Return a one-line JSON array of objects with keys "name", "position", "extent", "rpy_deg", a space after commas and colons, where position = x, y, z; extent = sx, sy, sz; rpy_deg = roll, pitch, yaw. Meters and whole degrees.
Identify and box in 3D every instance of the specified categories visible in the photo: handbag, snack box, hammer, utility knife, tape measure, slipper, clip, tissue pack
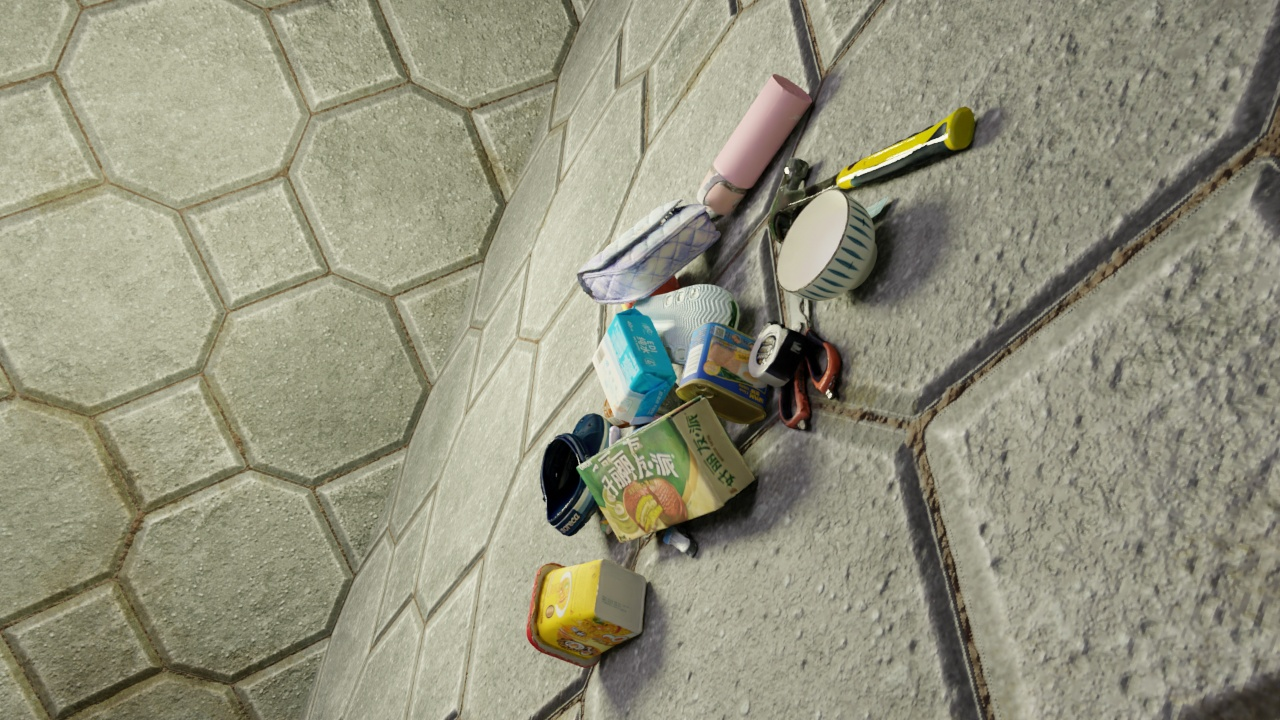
[{"name": "handbag", "position": [0.014, -0.160, 1.326], "extent": [0.193, 0.075, 0.134], "rpy_deg": [-41, 24, -30]}, {"name": "snack box", "position": [0.015, -0.103, 1.398], "extent": [0.080, 0.082, 0.091], "rpy_deg": [-49, 26, 18]}, {"name": "hammer", "position": [0.239, -0.203, 1.013], "extent": [0.324, 0.032, 0.126], "rpy_deg": [-10, 59, 66]}, {"name": "utility knife", "position": [0.213, -0.136, 1.037], "extent": [0.199, 0.021, 0.030], "rpy_deg": [-25, 45, 55]}, {"name": "tape measure", "position": [0.147, -0.006, 0.989], "extent": [0.066, 0.033, 0.066], "rpy_deg": [-63, 17, 7]}, {"name": "slipper", "position": [0.057, -0.041, 1.227], "extent": [0.246, 0.074, 0.104], "rpy_deg": [3, 80, 61]}, {"name": "snack box", "position": [0.023, 0.133, 1.072], "extent": [0.063, 0.114, 0.241], "rpy_deg": [-29, -2, -34]}, {"name": "slipper", "position": [-0.103, 0.159, 1.344], "extent": [0.105, 0.095, 0.252], "rpy_deg": [-43, 17, 22]}, {"name": "clip", "position": [0.049, 0.212, 1.074], "extent": [0.026, 0.041, 0.058], "rpy_deg": [-66, 22, -1]}, {"name": "tissue pack", "position": [-0.007, 0.007, 1.186], "extent": [0.090, 0.063, 0.140], "rpy_deg": [-60, 38, 35]}]

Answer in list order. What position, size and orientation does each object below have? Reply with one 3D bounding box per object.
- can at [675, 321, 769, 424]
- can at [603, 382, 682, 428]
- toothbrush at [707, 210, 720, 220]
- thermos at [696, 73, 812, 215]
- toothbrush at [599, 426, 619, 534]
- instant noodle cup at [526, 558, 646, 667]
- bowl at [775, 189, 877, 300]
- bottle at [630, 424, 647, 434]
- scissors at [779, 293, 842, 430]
[{"name": "can", "position": [0.099, 0.014, 1.036], "extent": [0.057, 0.102, 0.083], "rpy_deg": [-33, 37, 57]}, {"name": "can", "position": [0.001, 0.060, 1.289], "extent": [0.148, 0.058, 0.057], "rpy_deg": [-21, 50, 62]}, {"name": "toothbrush", "position": [0.082, -0.208, 1.429], "extent": [0.192, 0.016, 0.018], "rpy_deg": [165, 115, -65]}, {"name": "thermos", "position": [0.147, -0.292, 1.260], "extent": [0.067, 0.087, 0.199], "rpy_deg": [48, 121, 18]}, {"name": "toothbrush", "position": [-0.040, 0.160, 1.231], "extent": [0.029, 0.021, 0.190], "rpy_deg": [-114, 23, -49]}, {"name": "instant noodle cup", "position": [-0.063, 0.305, 1.134], "extent": [0.124, 0.116, 0.115], "rpy_deg": [-31, 40, 41]}, {"name": "bowl", "position": [0.202, -0.112, 0.958], "extent": [0.117, 0.066, 0.116], "rpy_deg": [-50, 27, 37]}, {"name": "bottle", "position": [0.021, 0.112, 1.176], "extent": [0.219, 0.065, 0.065], "rpy_deg": [-34, 38, 56]}, {"name": "scissors", "position": [0.183, -0.027, 0.992], "extent": [0.205, 0.015, 0.197], "rpy_deg": [-69, 19, -3]}]
